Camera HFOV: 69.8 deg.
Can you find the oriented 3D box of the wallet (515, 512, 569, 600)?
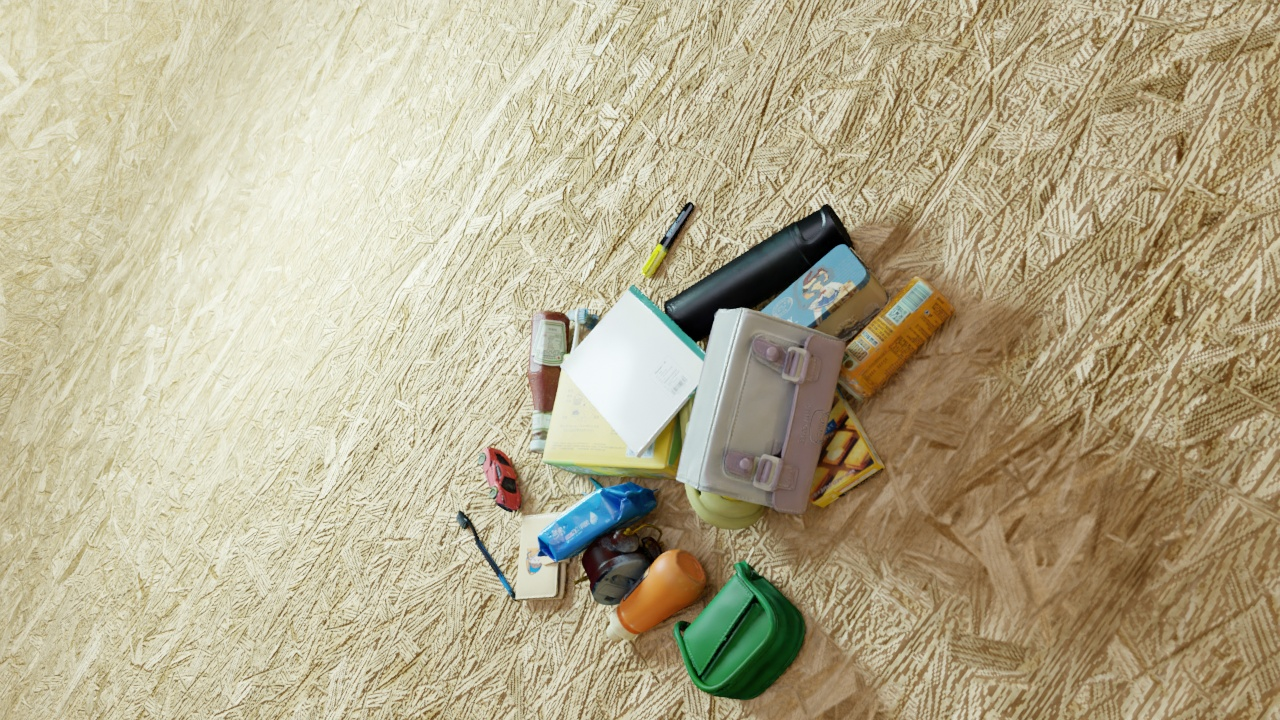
[{"bbox_3d":[-0.131,0.265,1.241,0.087,0.024,0.115,-12,63,33],"label":"wallet"}]

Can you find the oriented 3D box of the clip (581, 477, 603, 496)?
[{"bbox_3d":[-0.055,0.178,1.225,0.056,0.013,0.039,26,89,41],"label":"clip"}]

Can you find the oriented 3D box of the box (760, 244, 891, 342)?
[{"bbox_3d":[0.199,-0.048,1.081,0.184,0.059,0.089,-41,32,14],"label":"box"}]

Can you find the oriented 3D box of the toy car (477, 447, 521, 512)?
[{"bbox_3d":[-0.198,0.171,1.316,0.031,0.049,0.106,-40,50,19],"label":"toy car"}]

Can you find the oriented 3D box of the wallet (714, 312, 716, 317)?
[{"bbox_3d":[0.119,0.012,1.105,0.019,0.097,0.120,-21,49,-8],"label":"wallet"}]

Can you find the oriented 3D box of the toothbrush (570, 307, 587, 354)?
[{"bbox_3d":[-0.099,0.032,1.299,0.026,0.026,0.220,1,77,25],"label":"toothbrush"}]

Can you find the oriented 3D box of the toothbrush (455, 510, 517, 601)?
[{"bbox_3d":[-0.221,0.279,1.312,0.016,0.014,0.189,-52,50,9],"label":"toothbrush"}]

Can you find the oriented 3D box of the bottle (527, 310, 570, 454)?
[{"bbox_3d":[-0.135,0.032,1.323,0.060,0.059,0.205,-9,70,35],"label":"bottle"}]

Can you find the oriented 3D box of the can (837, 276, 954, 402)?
[{"bbox_3d":[0.278,-0.024,1.023,0.146,0.058,0.058,-47,50,12],"label":"can"}]

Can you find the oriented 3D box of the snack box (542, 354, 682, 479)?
[{"bbox_3d":[-0.018,0.071,1.205,0.210,0.070,0.157,-2,69,38],"label":"snack box"}]

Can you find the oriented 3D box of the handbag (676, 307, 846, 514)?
[{"bbox_3d":[0.135,0.056,0.987,0.098,0.145,0.197,9,85,68],"label":"handbag"}]

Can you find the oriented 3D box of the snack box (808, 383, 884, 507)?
[{"bbox_3d":[0.207,0.086,1.049,0.087,0.033,0.140,-37,51,21],"label":"snack box"}]

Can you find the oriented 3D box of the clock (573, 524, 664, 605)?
[{"bbox_3d":[-0.020,0.246,1.125,0.122,0.082,0.055,-47,44,15],"label":"clock"}]

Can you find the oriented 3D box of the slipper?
[{"bbox_3d":[0.093,0.100,1.072,0.091,0.082,0.190,-7,67,-8],"label":"slipper"}]

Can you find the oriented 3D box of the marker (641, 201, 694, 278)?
[{"bbox_3d":[0.039,-0.172,1.301,0.018,0.015,0.124,34,92,38],"label":"marker"}]

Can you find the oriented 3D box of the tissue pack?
[{"bbox_3d":[-0.054,0.199,1.158,0.157,0.094,0.052,-36,73,20],"label":"tissue pack"}]

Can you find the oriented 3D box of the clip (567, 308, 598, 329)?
[{"bbox_3d":[-0.089,-0.063,1.352,0.058,0.045,0.027,14,81,46],"label":"clip"}]

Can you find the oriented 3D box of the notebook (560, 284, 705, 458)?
[{"bbox_3d":[-0.007,0.007,1.162,0.150,0.012,0.209,-49,44,6],"label":"notebook"}]

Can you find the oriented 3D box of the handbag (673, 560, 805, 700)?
[{"bbox_3d":[0.108,0.301,1.018,0.131,0.068,0.120,-50,42,11],"label":"handbag"}]

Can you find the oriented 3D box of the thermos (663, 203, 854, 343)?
[{"bbox_3d":[0.150,-0.097,1.152,0.243,0.068,0.090,-31,75,24],"label":"thermos"}]

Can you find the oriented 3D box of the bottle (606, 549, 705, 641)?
[{"bbox_3d":[0.011,0.289,1.099,0.150,0.066,0.066,-46,50,23],"label":"bottle"}]
